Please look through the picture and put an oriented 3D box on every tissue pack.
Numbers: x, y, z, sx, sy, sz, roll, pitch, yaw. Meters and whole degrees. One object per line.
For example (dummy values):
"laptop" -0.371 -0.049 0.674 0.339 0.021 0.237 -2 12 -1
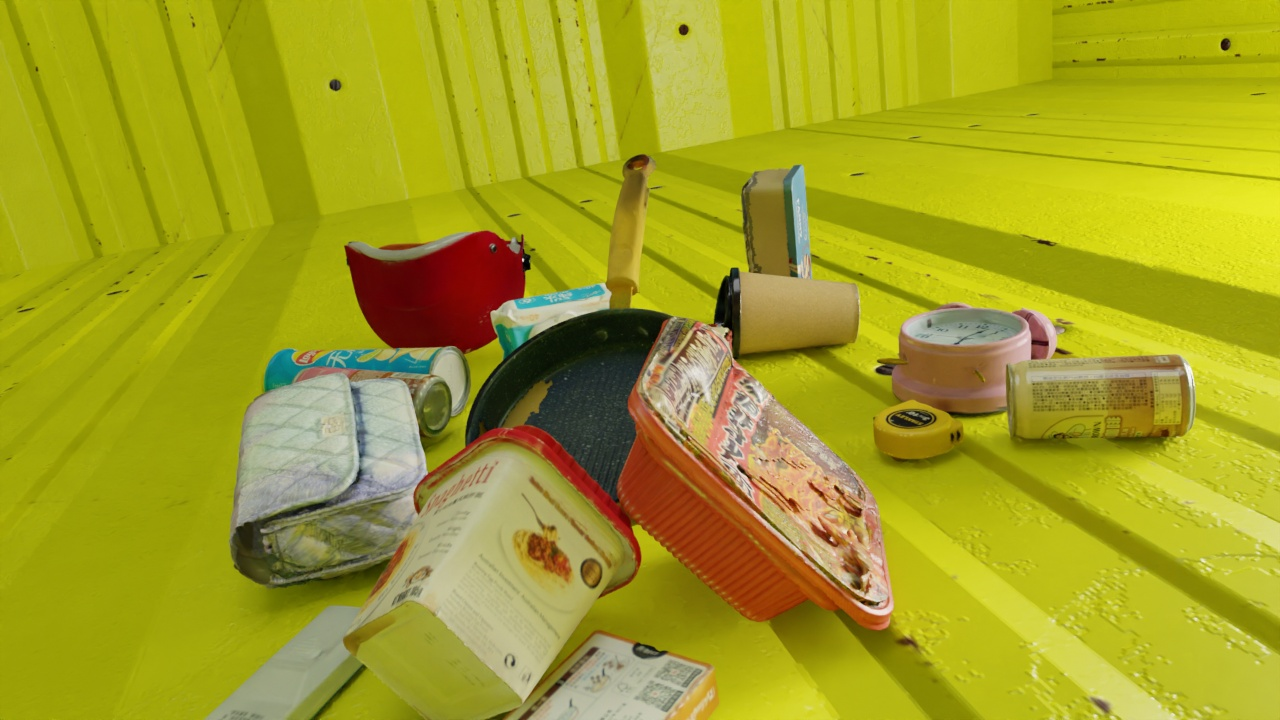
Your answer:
"tissue pack" -0.077 -0.022 0.936 0.140 0.090 0.063 -12 19 -9

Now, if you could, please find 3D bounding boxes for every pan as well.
"pan" -0.023 -0.029 0.725 0.198 0.078 0.356 -3 47 19

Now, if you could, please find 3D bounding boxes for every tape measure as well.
"tape measure" 0.202 0.055 0.679 0.057 0.029 0.060 -17 20 -24

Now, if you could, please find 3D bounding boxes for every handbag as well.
"handbag" -0.228 0.076 0.678 0.134 0.076 0.194 -13 26 -15

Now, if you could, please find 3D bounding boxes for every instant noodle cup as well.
"instant noodle cup" 0.060 0.072 0.540 0.079 0.189 0.164 -47 5 22
"instant noodle cup" -0.080 0.117 0.487 0.117 0.116 0.123 -34 14 38

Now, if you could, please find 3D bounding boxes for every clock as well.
"clock" 0.283 -0.009 0.780 0.117 0.060 0.158 10 25 42

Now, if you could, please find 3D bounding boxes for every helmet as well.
"helmet" -0.230 -0.077 1.098 0.207 0.144 0.239 -5 5 11

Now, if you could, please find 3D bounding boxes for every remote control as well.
"remote control" -0.193 0.178 0.514 0.049 0.024 0.124 -2 21 22

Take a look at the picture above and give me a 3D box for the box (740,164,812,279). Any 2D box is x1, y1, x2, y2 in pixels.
"box" 0.149 -0.125 0.988 0.060 0.184 0.089 1 27 18

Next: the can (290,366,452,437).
"can" -0.251 0.038 0.855 0.147 0.058 0.057 4 22 21

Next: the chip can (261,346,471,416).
"chip can" -0.280 0.021 0.935 0.210 0.071 0.071 -1 21 22

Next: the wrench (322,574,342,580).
"wrench" -0.242 0.106 0.758 0.056 0.016 0.273 -8 19 -12

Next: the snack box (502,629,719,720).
"snack box" -0.033 0.184 0.420 0.075 0.026 0.153 4 23 35

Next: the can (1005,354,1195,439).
"can" 0.326 0.027 0.657 0.116 0.058 0.058 -2 20 18

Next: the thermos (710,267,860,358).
"thermos" 0.144 -0.047 0.925 0.143 0.093 0.093 1 19 2

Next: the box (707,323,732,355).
"box" -0.005 0.005 0.801 0.168 0.076 0.091 -2 21 18
